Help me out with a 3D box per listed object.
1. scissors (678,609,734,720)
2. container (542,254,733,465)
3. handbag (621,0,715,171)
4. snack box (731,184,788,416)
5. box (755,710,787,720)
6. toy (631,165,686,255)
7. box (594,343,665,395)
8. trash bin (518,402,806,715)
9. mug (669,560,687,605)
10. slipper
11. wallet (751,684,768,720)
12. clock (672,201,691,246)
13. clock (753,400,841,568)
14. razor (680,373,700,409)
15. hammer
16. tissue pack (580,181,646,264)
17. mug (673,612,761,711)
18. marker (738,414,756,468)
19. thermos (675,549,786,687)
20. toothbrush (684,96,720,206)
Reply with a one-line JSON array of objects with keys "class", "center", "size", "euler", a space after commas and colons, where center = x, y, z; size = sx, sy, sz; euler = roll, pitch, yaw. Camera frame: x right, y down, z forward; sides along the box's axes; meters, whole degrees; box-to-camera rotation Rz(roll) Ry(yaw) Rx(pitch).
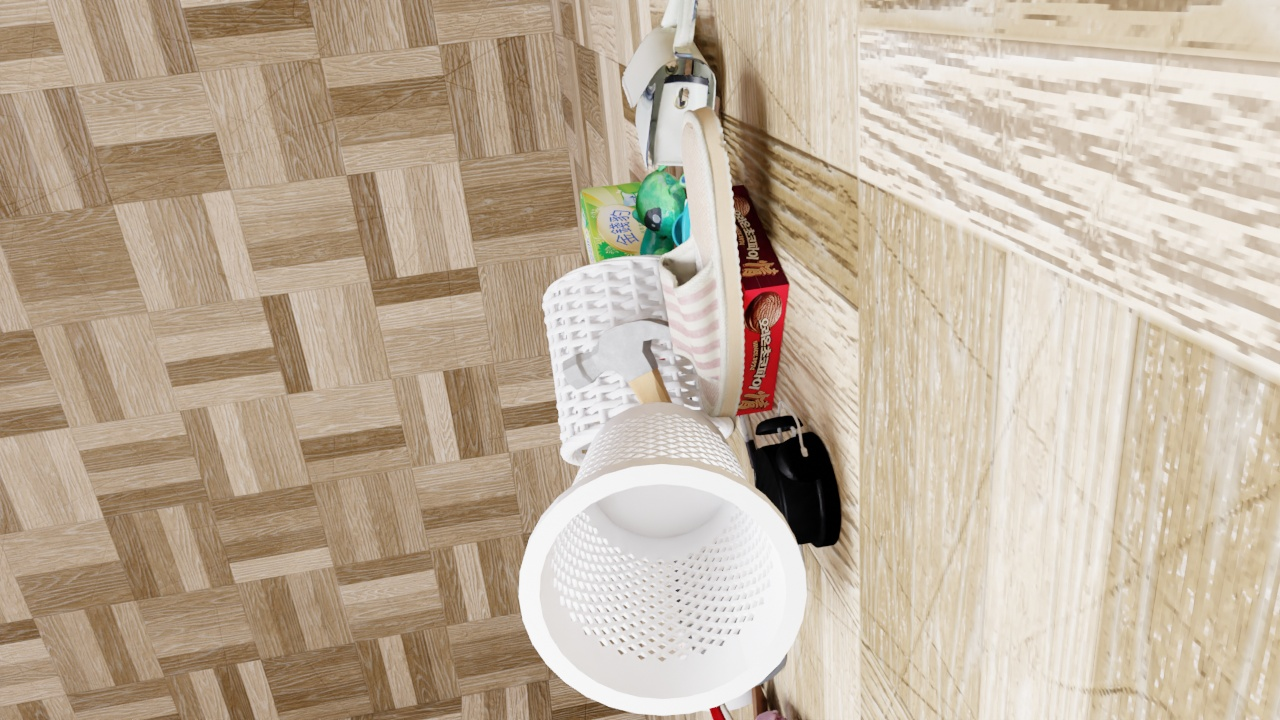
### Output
[{"class": "scissors", "center": [0.081, 0.360, 0.942], "size": [0.184, 0.015, 0.179], "euler": [-105, -11, -57]}, {"class": "container", "center": [-0.006, 0.006, 1.022], "size": [0.189, 0.189, 0.186], "euler": [101, 161, -71]}, {"class": "handbag", "center": [0.025, -0.278, 0.852], "size": [0.151, 0.074, 0.176], "euler": [-99, 12, -56]}, {"class": "snack box", "center": [0.087, -0.052, 0.811], "size": [0.152, 0.036, 0.132], "euler": [88, 170, -47]}, {"class": "box", "center": [0.145, 0.446, 0.860], "size": [0.154, 0.066, 0.201], "euler": [132, 129, -81]}, {"class": "toy", "center": [0.027, -0.156, 1.084], "size": [0.130, 0.072, 0.194], "euler": [-108, 20, -44]}, {"class": "box", "center": [-0.043, -0.005, 1.449], "size": [0.170, 0.157, 0.156], "euler": [10, -114, -59]}, {"class": "trash bin", "center": [0.016, 0.129, 0.717], "size": [0.199, 0.195, 0.196], "euler": [-88, -9, -72]}, {"class": "mug", "center": [0.078, 0.264, 1.121], "size": [0.105, 0.077, 0.071], "euler": [103, 157, -73]}, {"class": "slipper", "center": [0.045, -0.072, 0.750], "size": [0.115, 0.052, 0.263], "euler": [-114, 17, -62]}, {"class": "wallet", "center": [0.133, 0.414, 0.985], "size": [0.087, 0.013, 0.120], "euler": [68, -163, -51]}, {"class": "clock", "center": [0.063, -0.115, 0.919], "size": [0.130, 0.043, 0.099], "euler": [117, 145, -67]}, {"class": "clock", "center": [0.118, 0.090, 0.707], "size": [0.091, 0.042, 0.121], "euler": [-115, 18, -68]}, {"class": "razor", "center": [0.066, 0.068, 1.107], "size": [0.047, 0.052, 0.142], "euler": [4, -105, -55]}, {"class": "hammer", "center": [0.052, 0.113, 0.872], "size": [0.328, 0.131, 0.039], "euler": [63, -163, 1]}, {"class": "tissue pack", "center": [-0.020, -0.138, 1.312], "size": [0.142, 0.120, 0.197], "euler": [92, 174, -52]}, {"class": "mug", "center": [0.097, 0.343, 1.081], "size": [0.121, 0.091, 0.090], "euler": [-16, -81, -61]}, {"class": "marker", "center": [0.099, 0.038, 0.932], "size": [0.011, 0.011, 0.152], "euler": [96, 164, -66]}, {"class": "thermos", "center": [0.084, 0.233, 1.008], "size": [0.240, 0.082, 0.082], "euler": [-107, 10, -50]}, {"class": "toothbrush", "center": [0.062, -0.200, 0.915], "size": [0.181, 0.018, 0.015], "euler": [98, 167, -64]}]
